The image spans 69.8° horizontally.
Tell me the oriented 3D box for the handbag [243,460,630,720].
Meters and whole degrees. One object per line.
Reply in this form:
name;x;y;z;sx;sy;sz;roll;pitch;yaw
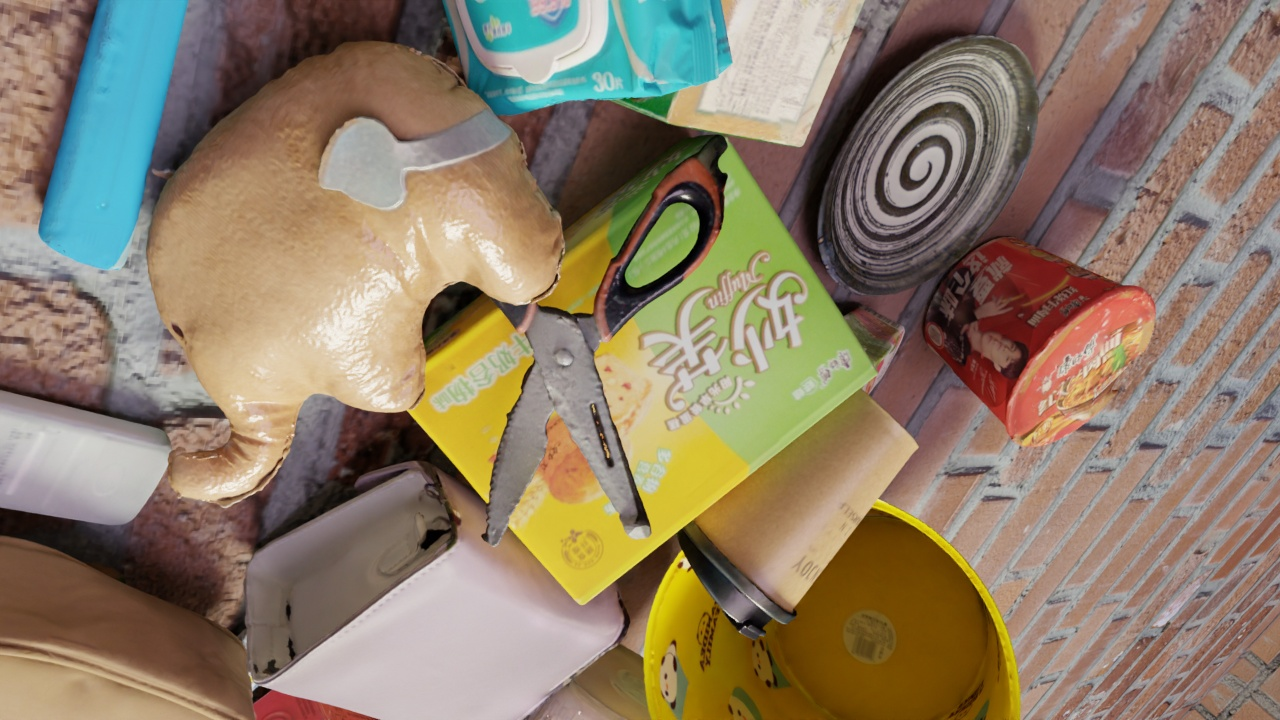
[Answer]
handbag;-0.113;0.148;0.554;0.145;0.098;0.197;-31;140;12

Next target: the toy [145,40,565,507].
toy;-0.143;-0.033;0.392;0.226;0.082;0.143;-38;101;19

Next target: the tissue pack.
tissue pack;-0.031;-0.144;0.348;0.050;0.134;0.093;-30;116;-37

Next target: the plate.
plate;0.182;-0.123;0.595;0.179;0.024;0.180;-19;132;-23

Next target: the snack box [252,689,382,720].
snack box;-0.234;0.263;0.594;0.127;0.044;0.113;-36;150;-5

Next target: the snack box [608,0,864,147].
snack box;0.028;-0.152;0.405;0.118;0.105;0.118;0;125;-34

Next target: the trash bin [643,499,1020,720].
trash bin;0.154;0.208;0.672;0.230;0.229;0.255;-49;159;10

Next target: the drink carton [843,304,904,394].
drink carton;0.138;0.000;0.614;0.122;0.045;0.054;-25;144;-62

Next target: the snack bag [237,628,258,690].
snack bag;-0.245;0.190;0.556;0.105;0.026;0.045;-44;131;3

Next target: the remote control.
remote control;-0.286;0.039;0.409;0.136;0.020;0.056;23;108;-43

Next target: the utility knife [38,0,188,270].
utility knife;-0.191;-0.118;0.346;0.034;0.018;0.187;2;123;-49

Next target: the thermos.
thermos;0.088;0.080;0.528;0.143;0.093;0.093;-46;137;3

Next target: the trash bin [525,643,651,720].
trash bin;-0.057;0.315;0.671;0.227;0.227;0.192;27;94;-44

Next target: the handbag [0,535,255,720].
handbag;-0.298;0.164;0.452;0.148;0.099;0.204;-32;137;2

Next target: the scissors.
scissors;-0.036;-0.024;0.429;0.189;0.015;0.226;35;88;-2

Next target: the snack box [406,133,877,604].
snack box;-0.003;0.003;0.492;0.210;0.070;0.157;-38;108;-1

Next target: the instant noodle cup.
instant noodle cup;0.289;-0.021;0.688;0.137;0.108;0.138;-19;133;-22
